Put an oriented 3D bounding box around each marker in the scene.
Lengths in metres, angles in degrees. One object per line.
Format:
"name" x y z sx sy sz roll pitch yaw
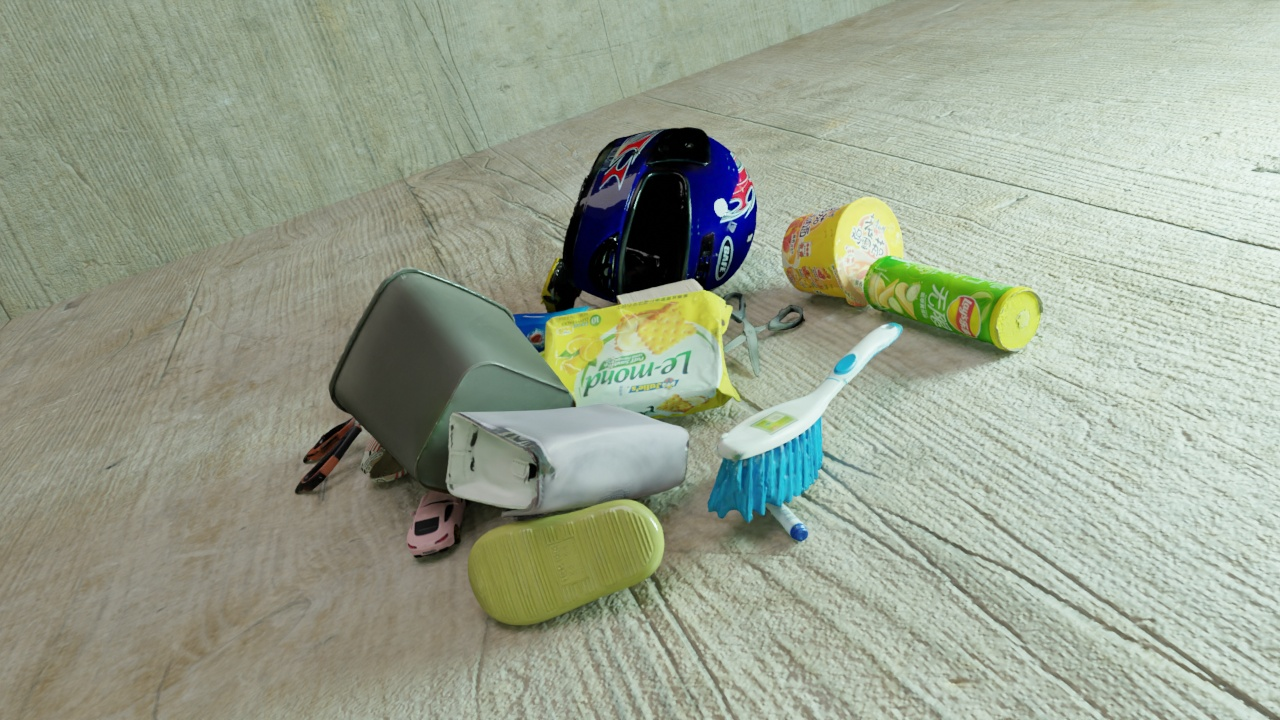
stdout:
"marker" 0.121 0.131 0.880 0.017 0.017 0.146 -23 26 -11

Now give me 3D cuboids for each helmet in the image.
"helmet" 0.046 -0.202 1.351 0.240 0.248 0.314 13 40 11

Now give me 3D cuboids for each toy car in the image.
"toy car" -0.221 0.169 1.002 0.056 0.037 0.122 -14 24 5
"toy car" -0.122 -0.103 1.368 0.041 0.156 0.071 17 72 9

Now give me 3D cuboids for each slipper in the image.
"slipper" -0.062 0.183 0.839 0.191 0.091 0.081 -19 -13 16

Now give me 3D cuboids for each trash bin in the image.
"trash bin" -0.205 0.040 1.035 0.220 0.198 0.199 39 101 47

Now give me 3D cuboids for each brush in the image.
"brush" 0.176 0.051 0.908 0.061 0.109 0.313 16 26 41

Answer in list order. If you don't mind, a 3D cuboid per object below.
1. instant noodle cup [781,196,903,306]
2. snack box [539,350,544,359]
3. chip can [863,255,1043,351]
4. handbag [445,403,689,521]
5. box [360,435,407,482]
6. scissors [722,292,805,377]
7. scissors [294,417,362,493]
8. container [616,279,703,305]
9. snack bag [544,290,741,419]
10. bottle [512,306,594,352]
"instant noodle cup" 0.263 -0.144 1.221 0.137 0.138 0.110 -34 22 -31
"snack box" -0.133 0.032 1.232 0.085 0.026 0.156 -23 26 -11
"chip can" 0.356 -0.071 1.073 0.072 0.073 0.221 -27 27 -19
"handbag" -0.069 0.098 0.900 0.196 0.098 0.145 -2 4 -45
"box" -0.309 0.107 1.185 0.075 0.081 0.163 -45 21 17
"scissors" 0.145 -0.037 1.180 0.159 0.014 0.181 -9 40 -11
"scissors" -0.379 0.088 1.212 0.222 0.015 0.189 -26 30 34
"container" 0.037 -0.050 1.220 0.111 0.090 0.090 -17 25 -4
"snack bag" -0.007 0.006 1.105 0.247 0.068 0.157 -10 52 12
"bottle" -0.162 -0.039 1.349 0.219 0.065 0.065 -3 29 27
